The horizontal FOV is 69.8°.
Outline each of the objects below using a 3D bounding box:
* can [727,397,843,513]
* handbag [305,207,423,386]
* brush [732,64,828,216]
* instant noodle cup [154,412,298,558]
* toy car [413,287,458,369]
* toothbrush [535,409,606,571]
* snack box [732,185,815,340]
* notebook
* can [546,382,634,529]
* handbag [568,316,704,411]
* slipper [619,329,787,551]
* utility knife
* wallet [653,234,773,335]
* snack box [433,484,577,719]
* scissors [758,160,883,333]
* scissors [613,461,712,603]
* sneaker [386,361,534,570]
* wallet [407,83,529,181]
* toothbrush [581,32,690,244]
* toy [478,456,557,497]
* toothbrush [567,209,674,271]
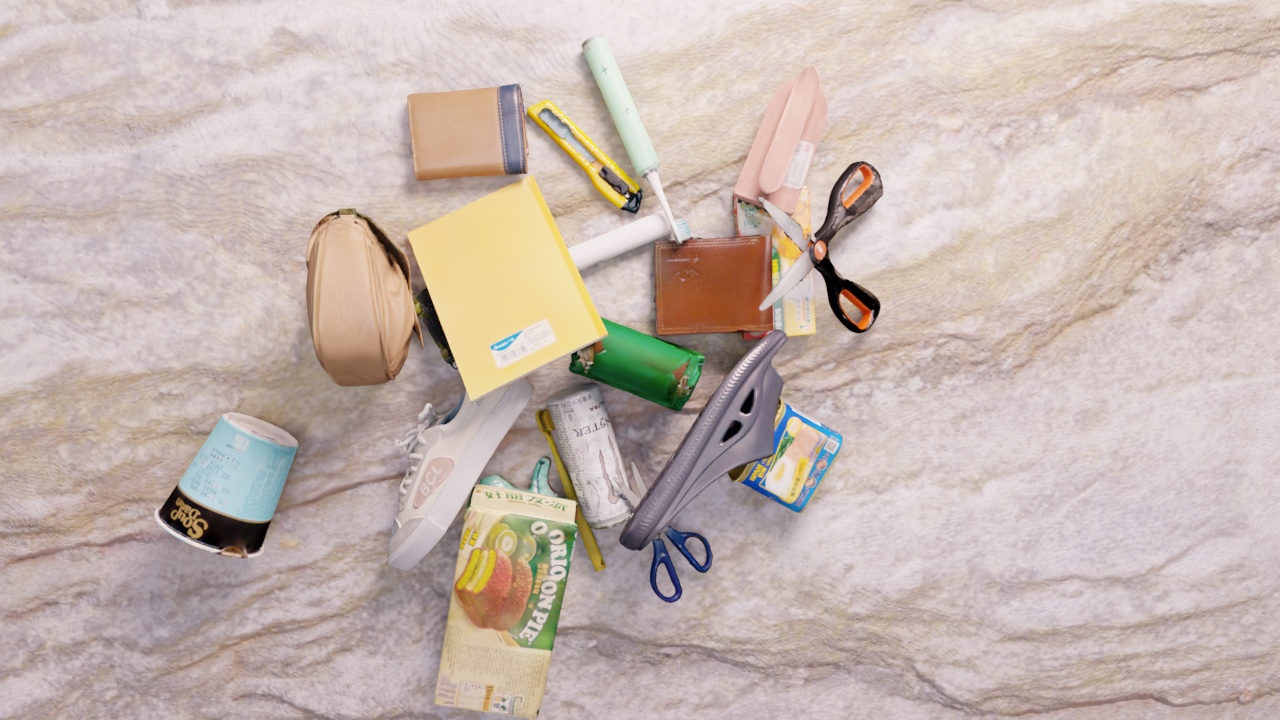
[{"bbox_3d":[0.155,0.101,0.979,0.083,0.057,0.102,29,96,-10],"label":"can"},{"bbox_3d":[-0.257,-0.051,0.860,0.099,0.205,0.147,-4,86,-15],"label":"handbag"},{"bbox_3d":[0.145,-0.218,0.908,0.063,0.073,0.145,21,80,6],"label":"brush"},{"bbox_3d":[-0.407,0.121,0.926,0.111,0.111,0.120,27,88,-7],"label":"instant noodle cup"},{"bbox_3d":[-0.196,-0.036,0.945,0.043,0.036,0.091,-28,103,2],"label":"toy car"},{"bbox_3d":[-0.073,0.140,0.988,0.017,0.015,0.190,-11,103,41],"label":"toothbrush"},{"bbox_3d":[0.141,-0.102,0.962,0.077,0.027,0.156,-5,99,-1],"label":"snack box"},{"bbox_3d":[-0.135,-0.076,0.900,0.146,0.010,0.206,-26,65,0],"label":"notebook"},{"bbox_3d":[-0.050,0.100,0.964,0.058,0.058,0.147,-17,99,-1],"label":"can"},{"bbox_3d":[-0.005,0.005,0.921,0.131,0.120,0.068,21,94,1],"label":"handbag"},{"bbox_3d":[0.082,0.091,0.924,0.083,0.111,0.267,36,79,2],"label":"slipper"},{"bbox_3d":[-0.055,-0.208,0.939,0.154,0.015,0.033,43,91,-8],"label":"utility knife"},{"bbox_3d":[0.075,-0.078,0.943,0.125,0.032,0.101,-1,96,15],"label":"wallet"},{"bbox_3d":[-0.141,0.254,0.961,0.114,0.063,0.240,10,107,-6],"label":"snack box"},{"bbox_3d":[0.190,-0.112,0.916,0.234,0.022,0.220,44,66,-37],"label":"scissors"},{"bbox_3d":[0.028,0.177,0.977,0.140,0.012,0.171,-6,100,-33],"label":"scissors"},{"bbox_3d":[-0.209,0.102,0.935,0.090,0.089,0.242,32,97,-10],"label":"sneaker"},{"bbox_3d":[-0.172,-0.228,0.922,0.115,0.033,0.090,-6,96,-2],"label":"wallet"},{"bbox_3d":[-0.004,-0.221,0.922,0.027,0.026,0.224,-24,92,-12],"label":"toothbrush"},{"bbox_3d":[-0.130,0.146,0.982,0.092,0.030,0.096,13,90,-10],"label":"toy"},{"bbox_3d":[-0.069,-0.104,0.948,0.221,0.027,0.026,-22,90,0],"label":"toothbrush"}]
